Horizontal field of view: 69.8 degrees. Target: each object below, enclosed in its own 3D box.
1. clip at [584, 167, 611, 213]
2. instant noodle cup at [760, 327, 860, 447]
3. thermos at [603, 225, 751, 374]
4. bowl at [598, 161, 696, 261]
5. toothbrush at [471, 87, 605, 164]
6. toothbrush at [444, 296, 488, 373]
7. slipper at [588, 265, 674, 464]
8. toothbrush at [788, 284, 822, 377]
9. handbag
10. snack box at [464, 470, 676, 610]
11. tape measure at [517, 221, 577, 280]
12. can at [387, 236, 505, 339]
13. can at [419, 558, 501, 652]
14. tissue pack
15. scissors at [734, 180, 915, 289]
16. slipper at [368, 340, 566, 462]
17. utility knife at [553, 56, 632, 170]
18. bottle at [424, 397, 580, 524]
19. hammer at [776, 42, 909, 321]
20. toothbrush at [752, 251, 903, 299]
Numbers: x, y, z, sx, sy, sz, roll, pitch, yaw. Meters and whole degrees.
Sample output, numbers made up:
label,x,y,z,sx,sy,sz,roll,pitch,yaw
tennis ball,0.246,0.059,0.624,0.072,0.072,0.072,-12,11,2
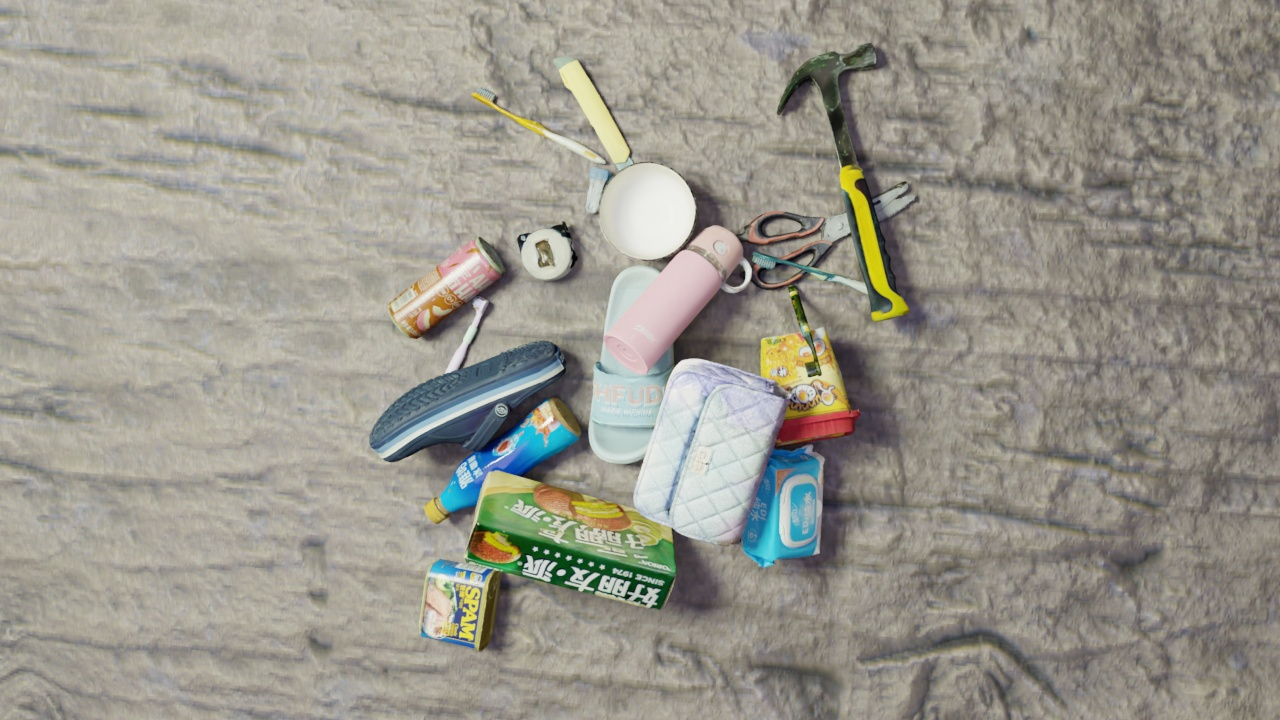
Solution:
label,x,y,z,sx,sy,sz,roll,pitch,yaw
clip,-0.055,-0.210,1.134,0.026,0.041,0.058,17,100,2
instant noodle cup,0.190,0.033,1.080,0.116,0.116,0.123,-10,80,7
thermos,0.050,-0.068,1.072,0.087,0.067,0.198,44,69,-4
bowl,0.011,-0.176,1.104,0.116,0.066,0.116,0,94,6
toothbrush,-0.125,-0.291,1.140,0.191,0.016,0.018,28,87,5
toothbrush,-0.240,0.006,1.168,0.021,0.029,0.189,22,98,-33
slipper,-0.007,0.007,1.114,0.104,0.074,0.245,6,92,5
toothbrush,0.184,-0.036,1.045,0.017,0.185,0.012,-19,122,12
handbag,0.075,0.103,1.018,0.134,0.075,0.194,16,109,2
snack box,-0.079,0.211,1.084,0.240,0.114,0.063,17,112,-8
tape measure,-0.114,-0.132,1.138,0.066,0.033,0.066,-16,91,9
can,-0.242,-0.089,1.143,0.147,0.058,0.058,-35,89,7
can,-0.229,0.309,1.166,0.083,0.057,0.102,9,94,8
tissue pack,0.171,0.170,1.089,0.089,0.063,0.140,-1,94,-36
scissors,0.218,-0.166,1.107,0.197,0.015,0.205,26,96,5
slipper,-0.204,0.058,1.124,0.252,0.105,0.095,-26,108,-5
utility knife,-0.047,-0.289,1.129,0.031,0.021,0.198,-30,89,11
bottle,-0.177,0.132,1.144,0.219,0.065,0.065,-37,89,7
hammer,0.249,-0.204,1.080,0.126,0.032,0.323,-14,87,6
toothbrush,0.224,-0.098,1.100,0.191,0.016,0.018,17,110,-3
